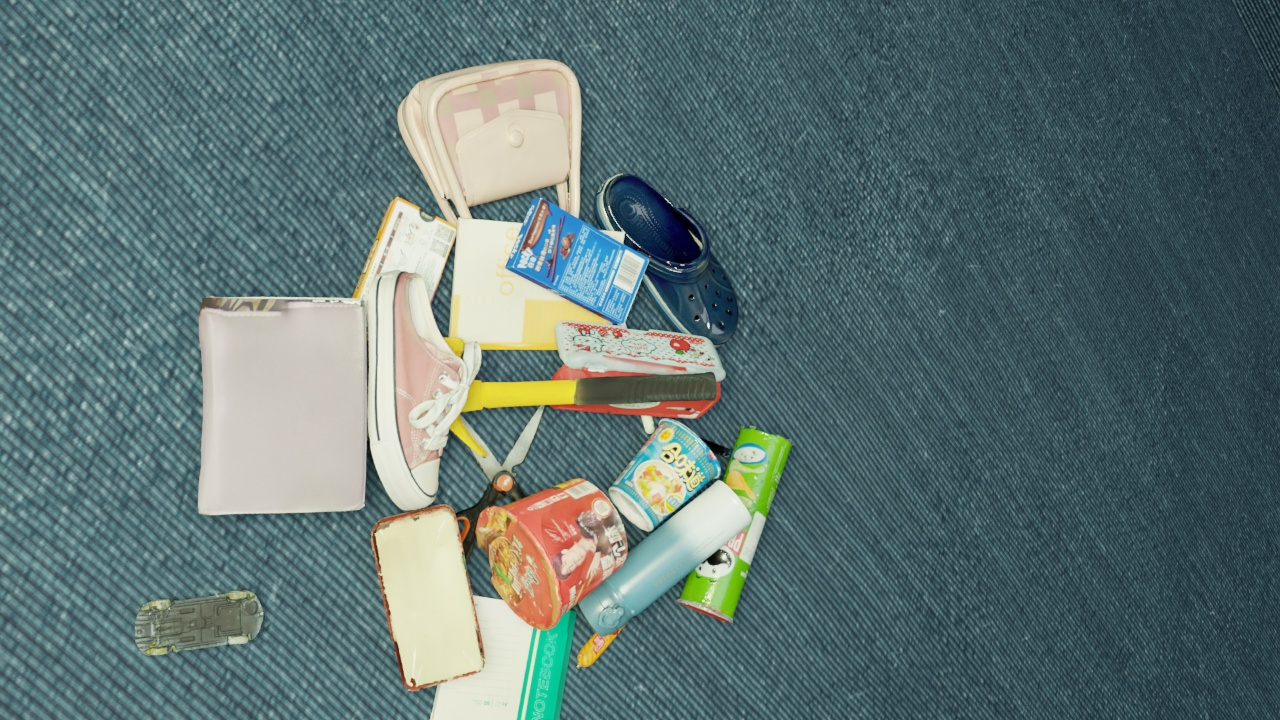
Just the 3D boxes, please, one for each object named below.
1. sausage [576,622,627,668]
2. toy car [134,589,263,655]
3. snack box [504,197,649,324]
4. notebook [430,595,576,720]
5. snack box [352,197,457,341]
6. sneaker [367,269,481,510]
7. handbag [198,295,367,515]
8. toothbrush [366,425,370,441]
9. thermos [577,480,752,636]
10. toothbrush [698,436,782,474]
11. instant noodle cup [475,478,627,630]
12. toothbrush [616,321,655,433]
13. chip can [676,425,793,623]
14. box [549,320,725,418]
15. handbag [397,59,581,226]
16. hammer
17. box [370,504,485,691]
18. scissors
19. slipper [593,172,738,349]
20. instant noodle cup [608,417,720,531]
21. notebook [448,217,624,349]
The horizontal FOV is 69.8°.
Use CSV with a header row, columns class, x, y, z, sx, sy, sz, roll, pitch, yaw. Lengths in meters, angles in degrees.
class,x,y,z,sx,sy,sz,roll,pitch,yaw
sausage,-0.020,0.295,1.070,0.164,0.021,0.021,-45,107,-29
toy car,-0.399,0.236,0.831,0.105,0.031,0.049,1,84,-31
snack box,-0.069,-0.110,1.033,0.157,0.026,0.084,26,81,-32
notebook,-0.150,0.366,0.985,0.150,0.012,0.209,18,74,-30
snack box,-0.253,-0.089,0.971,0.075,0.026,0.153,25,71,-28
sneaker,-0.210,0.031,0.903,0.088,0.118,0.241,-1,97,9
handbag,-0.329,0.039,0.849,0.144,0.098,0.197,0,94,-24
toothbrush,-0.337,0.032,0.907,0.187,0.017,0.016,36,68,-24
thermos,0.027,0.228,1.049,0.220,0.070,0.070,-37,104,-13
toothbrush,0.110,0.118,1.181,0.189,0.016,0.014,25,70,-27
instant noodle cup,-0.086,0.193,0.955,0.108,0.138,0.138,-25,97,-37
toothbrush,-0.009,-0.002,1.120,0.020,0.029,0.189,-13,92,9
chip can,0.119,0.199,1.132,0.072,0.072,0.235,30,72,-26
box,-0.006,0.003,1.073,0.201,0.096,0.100,6,62,-21
handbag,-0.148,-0.212,1.033,0.192,0.093,0.234,-23,107,-33
hammer,-0.069,0.034,0.982,0.300,0.033,0.129,-2,92,-5
box,-0.208,0.233,0.913,0.091,0.078,0.168,-12,90,-14
scissors,-0.147,0.155,1.009,0.221,0.022,0.232,42,65,-21
slipper,0.047,-0.130,1.131,0.104,0.095,0.253,-46,104,-26
instant noodle cup,0.023,0.139,1.081,0.109,0.099,0.099,-43,106,-21
notebook,-0.115,-0.082,1.041,0.206,0.010,0.146,0,103,-33
